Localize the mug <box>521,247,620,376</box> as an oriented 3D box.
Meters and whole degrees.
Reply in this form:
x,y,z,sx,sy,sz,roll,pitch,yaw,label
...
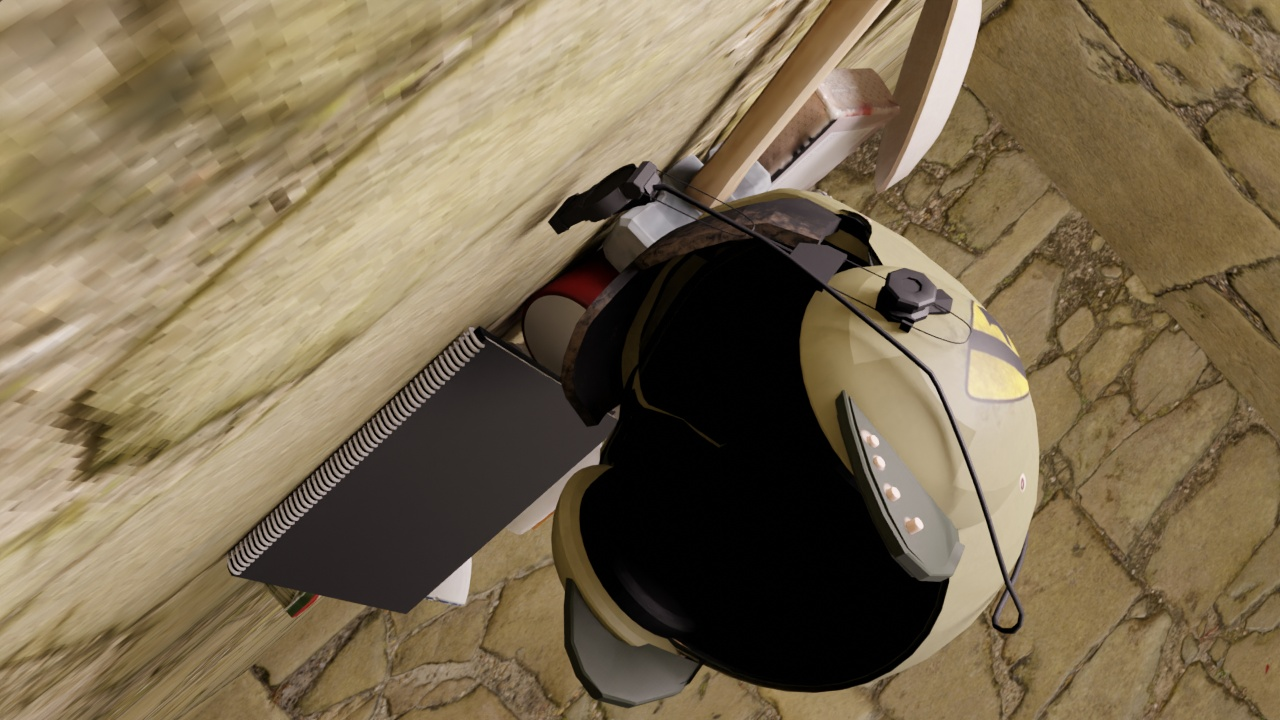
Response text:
x,y,z,sx,sy,sz,roll,pitch,yaw,label
-0.036,-0.025,0.617,0.106,0.073,0.082,-25,-168,43,mug

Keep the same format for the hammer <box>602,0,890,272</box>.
x,y,z,sx,sy,sz,roll,pitch,yaw,label
0.082,-0.147,0.478,0.117,0.051,0.324,-42,178,-33,hammer

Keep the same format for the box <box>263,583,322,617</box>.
x,y,z,sx,sy,sz,roll,pitch,yaw,label
-0.245,0.147,0.848,0.204,0.050,0.118,-41,179,-38,box

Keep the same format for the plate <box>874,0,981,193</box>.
x,y,z,sx,sy,sz,roll,pitch,yaw,label
0.215,-0.212,0.673,0.188,0.027,0.188,19,87,-86,plate

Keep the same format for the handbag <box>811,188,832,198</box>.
x,y,z,sx,sy,sz,roll,pitch,yaw,label
0.086,-0.063,0.850,0.228,0.132,0.184,-46,161,-33,handbag

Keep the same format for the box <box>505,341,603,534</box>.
x,y,z,sx,sy,sz,roll,pitch,yaw,label
-0.091,0.040,0.679,0.103,0.110,0.130,-44,-161,8,box

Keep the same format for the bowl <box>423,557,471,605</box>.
x,y,z,sx,sy,sz,roll,pitch,yaw,label
-0.189,0.152,0.739,0.116,0.116,0.065,139,-32,-73,bowl

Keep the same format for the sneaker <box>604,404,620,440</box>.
x,y,z,sx,sy,sz,roll,pitch,yaw,label
-0.005,0.004,0.735,0.104,0.090,0.237,-24,-168,-16,sneaker

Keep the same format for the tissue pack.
x,y,z,sx,sy,sz,roll,pitch,yaw,label
0.103,-0.160,0.715,0.103,0.071,0.182,-21,165,-43,tissue pack

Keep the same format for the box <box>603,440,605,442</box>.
x,y,z,sx,sy,sz,roll,pitch,yaw,label
-0.025,-0.002,1.034,0.221,0.124,0.082,-40,-178,-7,box

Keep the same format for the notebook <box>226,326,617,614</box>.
x,y,z,sx,sy,sz,roll,pitch,yaw,label
-0.127,0.078,0.569,0.207,0.016,0.149,-42,143,9,notebook

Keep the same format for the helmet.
x,y,z,sx,sy,sz,roll,pitch,yaw,label
0.061,0.029,0.445,0.251,0.255,0.232,-40,178,38,helmet

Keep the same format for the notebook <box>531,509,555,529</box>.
x,y,z,sx,sy,sz,roll,pitch,yaw,label
-0.013,0.079,1.019,0.249,0.014,0.178,-41,-178,13,notebook
